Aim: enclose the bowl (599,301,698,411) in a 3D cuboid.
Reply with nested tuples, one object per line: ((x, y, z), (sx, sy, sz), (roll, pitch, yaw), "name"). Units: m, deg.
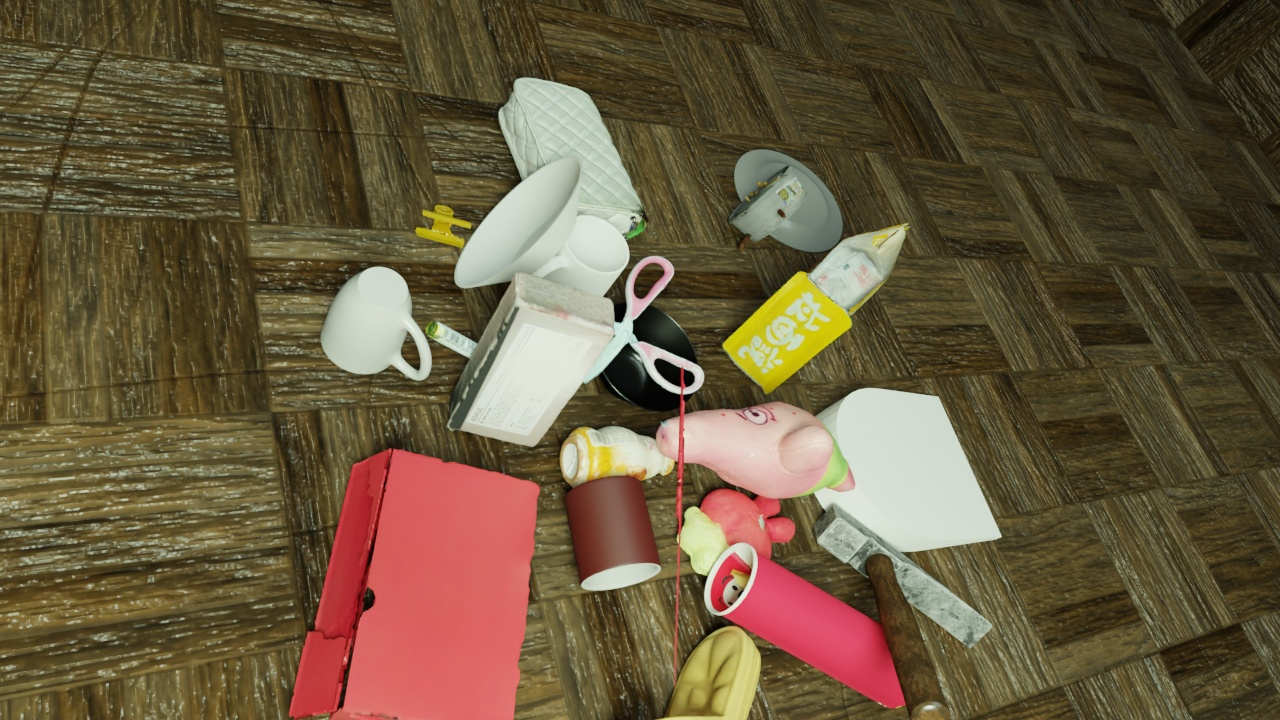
((-0.006, 0.005, 0.953), (0.124, 0.053, 0.123), (16, 57, -26), "bowl")

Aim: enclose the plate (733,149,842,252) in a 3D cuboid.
((0.209, -0.225, 1.268), (0.178, 0.012, 0.178), (16, 53, -22), "plate")

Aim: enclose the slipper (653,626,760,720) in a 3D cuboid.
((0.020, 0.309, 0.733), (0.078, 0.100, 0.262), (49, 42, -11), "slipper")

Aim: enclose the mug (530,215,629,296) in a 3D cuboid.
((-0.077, -0.090, 0.951), (0.110, 0.091, 0.073), (-23, 74, -39), "mug")

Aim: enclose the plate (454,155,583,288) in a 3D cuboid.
((-0.111, -0.128, 0.917), (0.036, 0.174, 0.173), (44, 44, -29), "plate")

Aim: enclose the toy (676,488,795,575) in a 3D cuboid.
((0.096, 0.169, 0.911), (0.134, 0.045, 0.091), (-18, 68, -37), "toy")

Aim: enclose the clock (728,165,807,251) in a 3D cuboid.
((0.167, -0.206, 1.174), (0.056, 0.104, 0.147), (47, 42, -8), "clock")

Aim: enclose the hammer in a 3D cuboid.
((0.269, 0.266, 0.855), (0.217, 0.037, 0.300), (37, 15, -4), "hammer")

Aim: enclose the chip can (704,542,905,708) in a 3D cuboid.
((0.167, 0.252, 0.863), (0.220, 0.069, 0.069), (33, 48, -19), "chip can")

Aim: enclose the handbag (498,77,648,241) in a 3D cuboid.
((-0.081, -0.227, 1.057), (0.138, 0.073, 0.194), (0, 59, -41), "handbag")

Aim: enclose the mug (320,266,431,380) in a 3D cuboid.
((-0.227, -0.029, 0.820), (0.107, 0.090, 0.071), (40, 48, -1), "mug")

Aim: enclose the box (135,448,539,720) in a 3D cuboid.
((-0.262, 0.219, 0.785), (0.148, 0.375, 0.212), (44, 37, -44), "box")

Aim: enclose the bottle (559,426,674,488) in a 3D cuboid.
((-0.020, 0.094, 0.880), (0.108, 0.063, 0.063), (1, 60, -31), "bottle")

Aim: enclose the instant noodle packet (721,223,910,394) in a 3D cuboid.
((0.219, -0.074, 1.070), (0.084, 0.163, 0.220), (48, 48, 6), "instant noodle packet")

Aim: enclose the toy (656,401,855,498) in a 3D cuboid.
((0.110, 0.084, 0.908), (0.236, 0.192, 0.097), (13, 87, -37), "toy")

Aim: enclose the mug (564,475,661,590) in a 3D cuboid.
((-0.017, 0.160, 0.840), (0.105, 0.073, 0.082), (27, 42, -52), "mug")

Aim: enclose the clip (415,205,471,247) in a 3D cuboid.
((-0.205, -0.145, 0.956), (0.054, 0.048, 0.046), (13, 79, -22), "clip")

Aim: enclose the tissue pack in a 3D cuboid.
((-0.097, 0.000, 0.820), (0.103, 0.182, 0.071), (14, 42, -23), "tissue pack")

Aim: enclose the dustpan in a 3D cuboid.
((0.298, 0.130, 1.079), (0.257, 0.053, 0.191), (7, 56, -41), "dustpan")

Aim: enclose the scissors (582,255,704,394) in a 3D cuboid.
((0.003, -0.024, 0.917), (0.175, 0.013, 0.170), (47, 57, -14), "scissors")

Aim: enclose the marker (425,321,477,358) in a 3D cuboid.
((-0.143, -0.002, 0.857), (0.146, 0.017, 0.017), (34, 40, -48), "marker")
